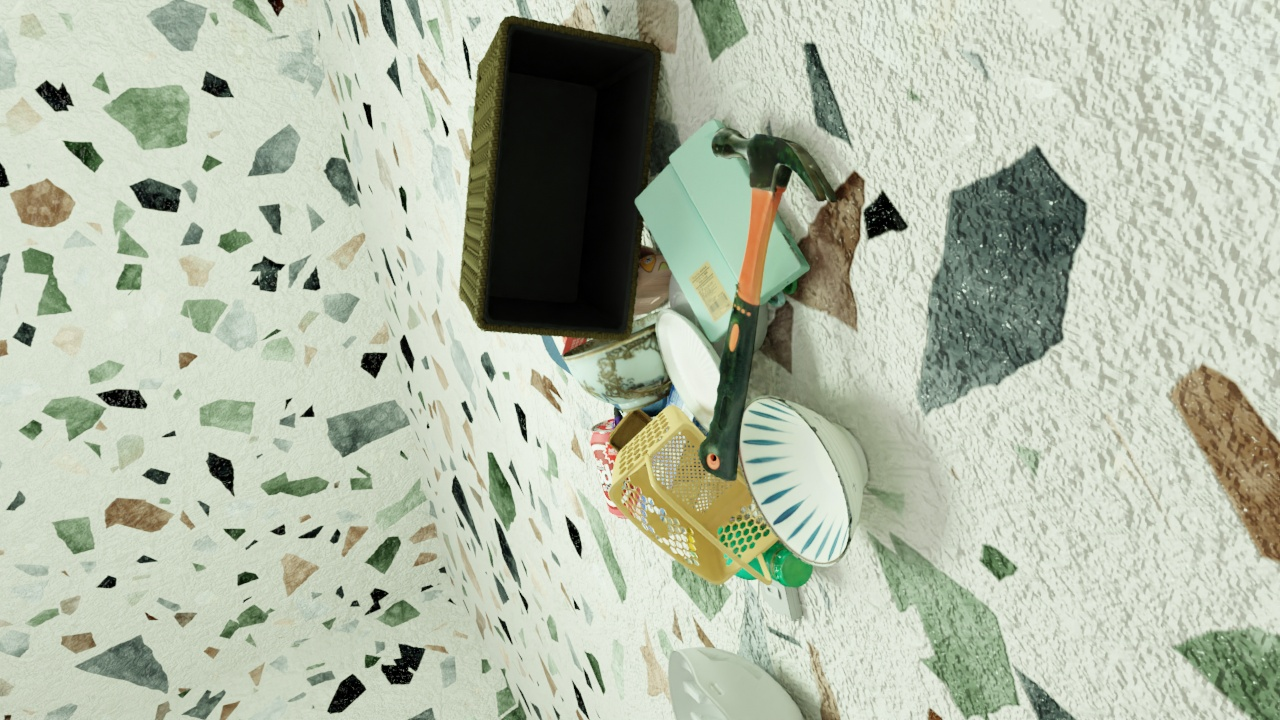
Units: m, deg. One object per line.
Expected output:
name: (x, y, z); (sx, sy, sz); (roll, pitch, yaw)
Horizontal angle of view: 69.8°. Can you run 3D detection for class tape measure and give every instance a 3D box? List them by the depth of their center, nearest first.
tape measure: (0.168, 0.279, 1.115); (0.062, 0.020, 0.060); (14, 120, 63)

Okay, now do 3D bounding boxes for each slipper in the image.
slipper: (-0.009, -0.106, 1.127); (0.198, 0.093, 0.081); (151, 110, -66)
slipper: (-0.043, 0.001, 1.316); (0.295, 0.060, 0.118); (25, 134, 46)

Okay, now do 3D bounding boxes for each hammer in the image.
hammer: (0.100, -0.043, 0.870); (0.133, 0.033, 0.333); (24, 113, 40)

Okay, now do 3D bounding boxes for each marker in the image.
marker: (-0.033, 0.085, 1.354); (0.134, 0.018, 0.015); (-104, 26, -76)

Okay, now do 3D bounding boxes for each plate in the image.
plate: (0.062, 0.014, 0.994); (0.157, 0.014, 0.157); (55, 162, 27)

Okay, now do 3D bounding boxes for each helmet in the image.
helmet: (0.120, 0.499, 1.186); (0.282, 0.183, 0.225); (37, 135, 42)

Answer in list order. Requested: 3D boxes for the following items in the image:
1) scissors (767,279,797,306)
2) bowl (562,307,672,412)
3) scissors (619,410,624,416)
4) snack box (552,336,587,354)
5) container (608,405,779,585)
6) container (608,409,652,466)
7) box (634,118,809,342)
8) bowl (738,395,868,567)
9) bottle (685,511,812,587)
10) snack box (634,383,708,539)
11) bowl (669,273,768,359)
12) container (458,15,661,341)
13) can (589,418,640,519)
scissors: (0.118, -0.113, 0.932); (0.130, 0.014, 0.071); (60, 155, 20)
bowl: (-0.007, 0.007, 1.126); (0.094, 0.159, 0.160); (67, 158, -7)
scissors: (0.014, 0.124, 1.302); (0.104, 0.015, 0.133); (38, 160, 46)
snack box: (-0.144, -0.140, 1.294); (0.272, 0.044, 0.077); (64, 155, 20)
container: (0.064, 0.158, 1.007); (0.183, 0.129, 0.167); (42, -169, -20)
container: (0.010, 0.117, 1.242); (0.114, 0.063, 0.061); (41, 175, -13)
box: (0.074, -0.130, 0.925); (0.137, 0.033, 0.186); (-39, 68, 30)
bowl: (0.173, 0.107, 0.906); (0.177, 0.070, 0.178); (47, 147, 42)
bottle: (0.129, 0.228, 1.100); (0.210, 0.068, 0.068); (1, 109, 65)
snack box: (0.051, 0.121, 1.143); (0.059, 0.059, 0.227); (46, 133, 41)
bowl: (0.075, -0.059, 1.000); (0.132, 0.064, 0.132); (47, 148, 43)
container: (-0.110, -0.198, 1.061); (0.205, 0.176, 0.321); (-158, 73, -67)
can: (-0.027, 0.163, 1.387); (0.074, 0.074, 0.142); (11, 118, 64)
